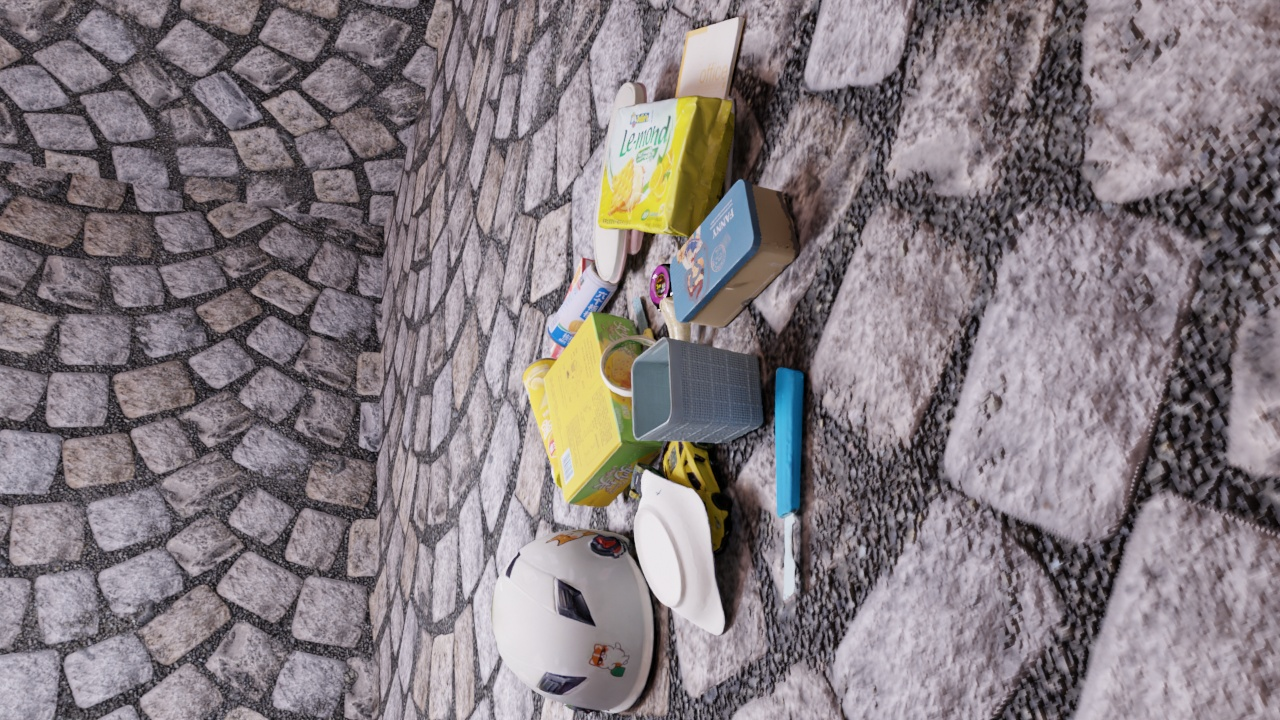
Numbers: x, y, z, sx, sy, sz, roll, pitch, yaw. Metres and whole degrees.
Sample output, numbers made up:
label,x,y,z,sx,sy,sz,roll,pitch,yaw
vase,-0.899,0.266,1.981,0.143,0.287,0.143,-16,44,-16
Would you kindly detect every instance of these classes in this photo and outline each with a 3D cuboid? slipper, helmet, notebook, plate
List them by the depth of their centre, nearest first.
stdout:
label,x,y,z,sx,sy,sz,roll,pitch,yaw
plate,0.032,0.209,0.991,0.164,0.034,0.163,9,110,65
notebook,0.072,-0.312,1.142,0.146,0.010,0.206,-151,70,-64
helmet,-0.104,0.325,1.167,0.274,0.156,0.230,-158,76,-65
slipper,-0.017,-0.243,1.265,0.114,0.054,0.274,-162,77,-66

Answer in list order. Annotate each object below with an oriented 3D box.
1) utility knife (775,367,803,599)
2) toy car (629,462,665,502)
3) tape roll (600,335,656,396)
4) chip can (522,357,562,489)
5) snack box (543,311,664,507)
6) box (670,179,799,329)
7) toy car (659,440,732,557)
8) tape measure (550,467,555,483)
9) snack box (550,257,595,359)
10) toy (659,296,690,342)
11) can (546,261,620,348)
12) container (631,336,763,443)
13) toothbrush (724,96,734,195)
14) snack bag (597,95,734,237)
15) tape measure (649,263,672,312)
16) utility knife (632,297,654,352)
label,x,y,z,sx,sy,sz,roll,pitch,yaw
utility knife,0.138,0.111,0.857,0.034,0.018,0.218,-22,62,61
toy car,0.016,0.154,1.097,0.091,0.036,0.043,-139,60,-62
tape roll,-0.007,0.007,1.137,0.014,0.086,0.085,83,177,-54
chip can,-0.116,0.090,1.347,0.072,0.072,0.213,-64,34,35
snack box,-0.053,0.065,1.210,0.158,0.070,0.209,-51,41,40
box,0.097,-0.110,0.965,0.185,0.062,0.089,129,141,-52
toy car,0.060,0.141,0.999,0.155,0.041,0.071,-110,34,-43
tape measure,-0.111,0.156,1.384,0.066,0.033,0.065,166,108,-67
snack box,-0.105,-0.079,1.431,0.075,0.025,0.153,-93,24,-51
toy,0.035,0.002,1.063,0.105,0.066,0.157,-148,61,-70
can,-0.084,-0.081,1.346,0.135,0.053,0.053,-53,36,32
container,0.059,0.035,0.943,0.090,0.111,0.089,142,130,-58
toothbrush,0.097,-0.219,1.050,0.016,0.016,0.180,-11,72,53
snack bag,0.026,-0.227,1.102,0.247,0.068,0.158,23,101,62
tape measure,0.039,-0.089,1.116,0.057,0.039,0.057,-54,41,46
utility knife,0.015,-0.005,1.181,0.031,0.022,0.215,-53,32,38
